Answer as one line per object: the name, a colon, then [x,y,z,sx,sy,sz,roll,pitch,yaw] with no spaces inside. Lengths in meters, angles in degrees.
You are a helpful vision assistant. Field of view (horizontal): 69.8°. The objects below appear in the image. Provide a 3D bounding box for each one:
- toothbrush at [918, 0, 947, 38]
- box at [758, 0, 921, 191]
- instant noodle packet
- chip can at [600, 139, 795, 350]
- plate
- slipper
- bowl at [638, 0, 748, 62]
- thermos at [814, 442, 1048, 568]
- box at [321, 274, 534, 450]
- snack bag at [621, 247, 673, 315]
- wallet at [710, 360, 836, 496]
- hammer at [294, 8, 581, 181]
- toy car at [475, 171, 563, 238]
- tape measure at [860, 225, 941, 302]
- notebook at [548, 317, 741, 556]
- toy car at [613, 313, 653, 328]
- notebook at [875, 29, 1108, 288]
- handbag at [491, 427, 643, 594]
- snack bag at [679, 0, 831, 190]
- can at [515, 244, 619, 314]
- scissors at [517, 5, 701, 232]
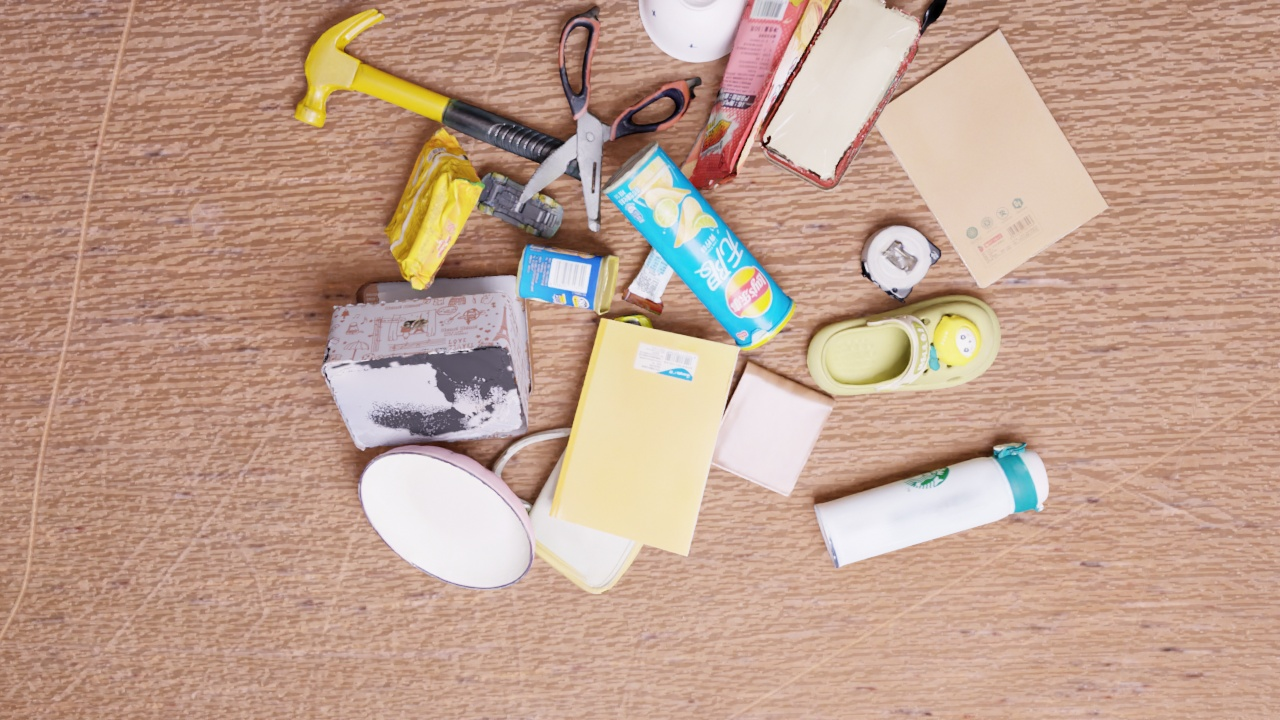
toothbrush: [0.242,-0.277,0.903,0.014,0.016,0.190,32,100,-11]
box: [0.189,-0.254,0.865,0.091,0.078,0.168,32,98,11]
instant noodle packet: [-0.200,-0.147,0.886,0.044,0.110,0.129,13,120,-39]
chip can: [0.057,-0.107,0.878,0.071,0.071,0.210,-42,107,6]
plate: [-0.190,0.153,0.926,0.192,0.038,0.193,12,130,14]
slipper: [0.261,-0.007,0.900,0.190,0.081,0.091,-10,99,6]
bowl: [0.056,-0.351,0.875,0.118,0.064,0.118,0,97,2]
thermos: [0.292,0.143,0.922,0.224,0.073,0.073,-18,96,4]
box: [-0.199,-0.013,0.919,0.182,0.166,0.150,-5,138,-1]
snack bag: [0.021,-0.100,0.925,0.048,0.026,0.104,24,98,6]
wallet: [0.131,0.071,0.946,0.101,0.020,0.115,25,100,-1]
hammer: [-0.190,-0.249,0.915,0.301,0.032,0.129,22,99,0]
toy car: [-0.121,-0.155,0.920,0.091,0.036,0.043,25,98,-2]
tape measure: [0.254,-0.101,0.911,0.066,0.033,0.066,36,95,-2]
notebook: [0.003,0.071,0.895,0.146,0.010,0.206,13,84,15]
toy car: [-0.006,0.005,0.937,0.048,0.032,0.105,-7,98,3]
notebook: [0.346,-0.197,0.908,0.148,0.008,0.207,-34,94,6]
handbag: [-0.063,0.129,0.948,0.179,0.063,0.163,31,97,14]
snack bag: [0.101,-0.256,0.859,0.073,0.128,0.208,23,94,-20]
can: [-0.070,-0.081,0.896,0.083,0.102,0.057,10,97,4]
scissors: [-0.043,-0.237,0.895,0.225,0.015,0.189,-35,91,-9]
